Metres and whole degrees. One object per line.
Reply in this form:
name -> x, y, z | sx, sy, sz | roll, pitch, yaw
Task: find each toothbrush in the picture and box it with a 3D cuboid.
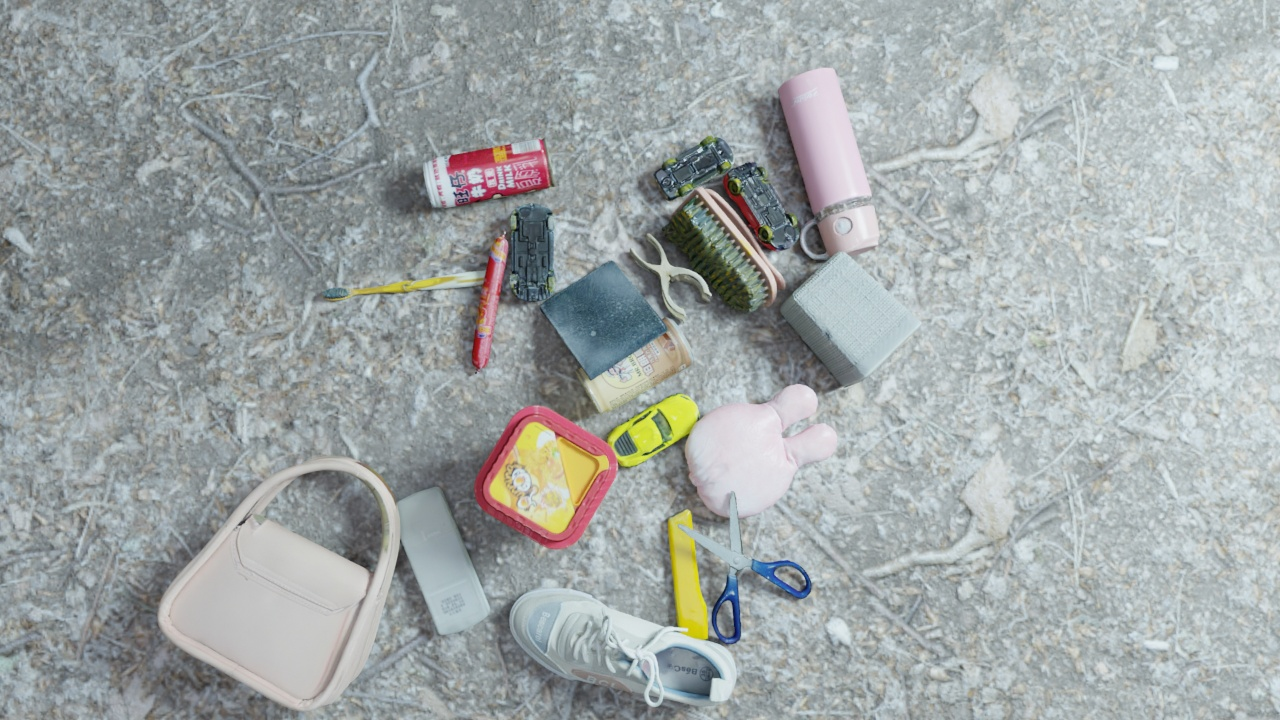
toothbrush -> -0.244, -0.081, 0.980 | 0.191, 0.018, 0.016 | -7, 87, -4

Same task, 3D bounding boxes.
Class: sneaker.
sneaker -> -0.022, 0.296, 0.922 | 0.242, 0.091, 0.089 | 15, 85, 6

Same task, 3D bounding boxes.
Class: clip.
clip -> 0.043, -0.097, 0.994 | 0.084, 0.035, 0.104 | -22, 79, -2

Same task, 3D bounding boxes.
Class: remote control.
remote control -> -0.209, 0.209, 0.958 | 0.058, 0.021, 0.150 | -22, 87, -4

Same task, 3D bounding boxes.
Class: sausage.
sausage -> -0.161, -0.062, 0.977 | 0.020, 0.020, 0.156 | 10, 92, -3

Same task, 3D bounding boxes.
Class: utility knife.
utility knife -> 0.051, 0.235, 0.975 | 0.033, 0.015, 0.153 | -5, 86, -4

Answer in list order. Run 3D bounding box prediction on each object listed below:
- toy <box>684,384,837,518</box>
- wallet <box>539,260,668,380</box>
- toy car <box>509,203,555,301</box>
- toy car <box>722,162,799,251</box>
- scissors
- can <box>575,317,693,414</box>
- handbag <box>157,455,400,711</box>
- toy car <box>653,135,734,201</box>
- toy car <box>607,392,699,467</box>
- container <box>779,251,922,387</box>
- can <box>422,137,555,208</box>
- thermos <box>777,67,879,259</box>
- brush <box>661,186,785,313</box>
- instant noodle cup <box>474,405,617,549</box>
toy -> 0.126, 0.095, 0.971 | 0.159, 0.054, 0.121 | -26, 94, 0
wallet -> -0.041, -0.045, 0.963 | 0.097, 0.019, 0.121 | -32, 55, -6
toy car -> -0.116, -0.115, 0.985 | 0.049, 0.031, 0.105 | 0, 86, -6
toy car -> 0.132, -0.165, 1.001 | 0.049, 0.031, 0.106 | -30, 84, -30
scissors -> 0.108, 0.221, 0.964 | 0.175, 0.012, 0.162 | 15, 97, -15
can -> -0.006, 0.006, 0.968 | 0.116, 0.058, 0.058 | -30, 88, -6
handbag -> -0.338, 0.208, 0.920 | 0.193, 0.093, 0.234 | 27, 81, 0
toy car -> 0.059, -0.209, 1.002 | 0.090, 0.035, 0.042 | -31, 89, -6
toy car -> 0.015, 0.074, 0.978 | 0.105, 0.032, 0.048 | -30, 87, -7
container -> 0.217, -0.045, 0.974 | 0.090, 0.090, 0.114 | -42, 86, -7
can -> -0.161, -0.199, 0.978 | 0.132, 0.053, 0.053 | -12, 86, -5
thermos -> 0.198, -0.208, 1.001 | 0.087, 0.067, 0.198 | -16, 88, 27
brush -> 0.096, -0.117, 0.987 | 0.145, 0.063, 0.072 | 49, 54, 0
instant noodle cup -> -0.094, 0.115, 0.922 | 0.116, 0.124, 0.116 | 30, 84, -1
